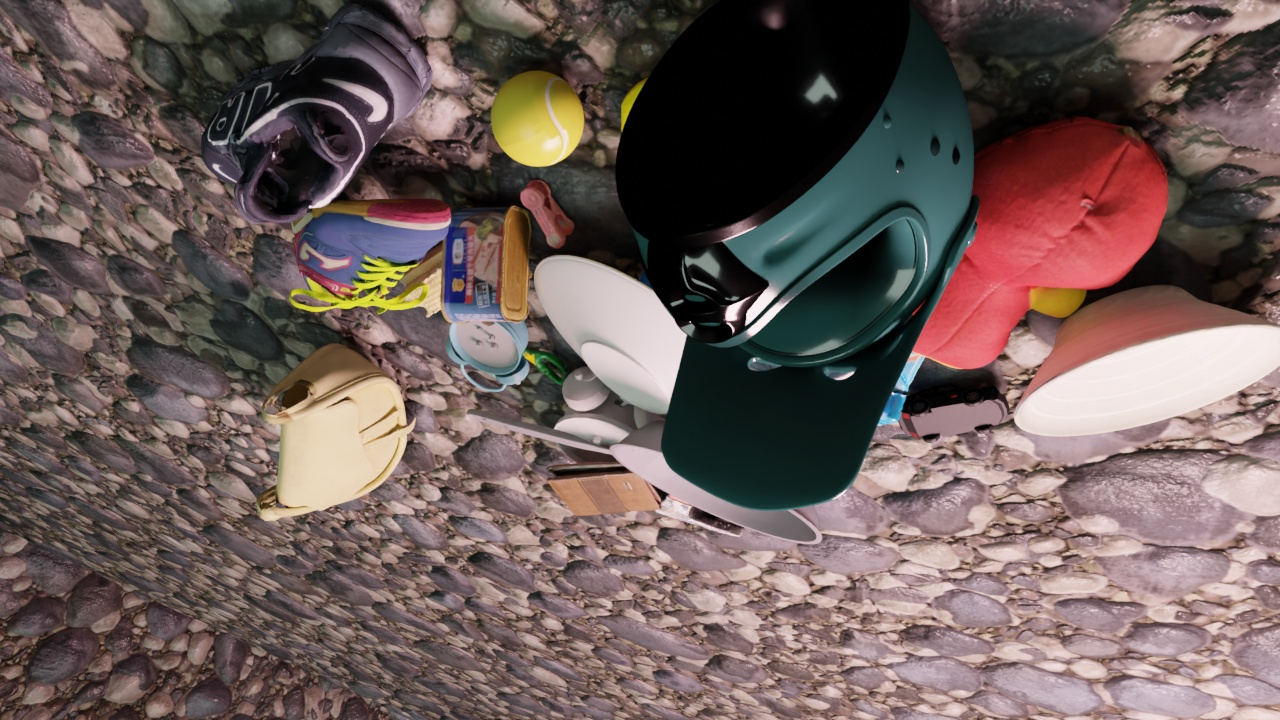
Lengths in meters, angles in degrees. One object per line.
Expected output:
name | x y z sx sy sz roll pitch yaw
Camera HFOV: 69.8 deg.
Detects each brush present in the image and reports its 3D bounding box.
brush | -0.178 -0.076 0.846 0.049 0.039 0.117 40 143 -27

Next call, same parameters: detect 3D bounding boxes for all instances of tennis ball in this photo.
tennis ball | -0.072 -0.170 0.647 0.065 0.065 0.065 13 144 10

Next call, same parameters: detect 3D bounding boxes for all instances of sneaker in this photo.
sneaker | -0.220 -0.084 0.761 0.116 0.091 0.242 -5 -175 -35
sneaker | -0.273 -0.154 0.694 0.253 0.150 0.097 -14 133 39

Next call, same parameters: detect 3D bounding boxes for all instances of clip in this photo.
clip | -0.073 -0.123 0.754 0.023 0.044 0.060 -13 104 34

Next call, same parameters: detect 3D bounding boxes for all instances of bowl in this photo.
bowl | 0.344 -0.006 0.639 0.176 0.057 0.177 -6 154 -3

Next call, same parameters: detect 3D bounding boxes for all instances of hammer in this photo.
hammer | 0.076 0.105 0.926 0.140 0.036 0.327 21 153 -1

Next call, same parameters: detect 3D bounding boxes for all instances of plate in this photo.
plate | -0.004 0.005 0.762 0.229 0.030 0.230 32 159 14

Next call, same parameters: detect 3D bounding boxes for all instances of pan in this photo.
pan | -0.001 0.087 0.842 0.357 0.050 0.201 19 163 20

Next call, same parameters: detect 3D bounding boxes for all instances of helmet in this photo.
helmet | 0.089 -0.070 0.521 0.177 0.274 0.200 7 144 31

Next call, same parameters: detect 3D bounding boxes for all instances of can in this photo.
can | -0.128 -0.079 0.769 0.059 0.100 0.054 3 180 21

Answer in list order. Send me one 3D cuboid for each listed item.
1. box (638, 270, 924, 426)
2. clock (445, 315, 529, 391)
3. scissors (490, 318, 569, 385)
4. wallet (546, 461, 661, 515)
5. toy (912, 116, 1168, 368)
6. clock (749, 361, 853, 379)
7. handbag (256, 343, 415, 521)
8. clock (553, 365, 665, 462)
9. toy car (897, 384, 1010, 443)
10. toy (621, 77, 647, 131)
box | 0.106 -0.016 0.761 0.243 0.070 0.171 20 144 0
clock | -0.150 -0.010 0.901 0.087 0.041 0.123 24 137 3
scissors | -0.130 -0.010 0.932 0.125 0.011 0.130 39 140 -17
wallet | -0.037 0.136 0.970 0.099 0.026 0.121 -4 151 12
toy | 0.242 -0.072 0.602 0.147 0.098 0.217 18 150 -10
clock | 0.108 -0.044 0.650 0.117 0.157 0.059 -11 156 2
handbag | -0.343 0.083 1.031 0.088 0.190 0.233 33 133 11
clock | -0.029 0.062 0.935 0.120 0.060 0.160 22 146 -2
toy car | 0.266 0.041 0.785 0.092 0.036 0.042 -14 131 25
toy | 0.030 -0.157 0.637 0.094 0.041 0.095 -1 140 35
